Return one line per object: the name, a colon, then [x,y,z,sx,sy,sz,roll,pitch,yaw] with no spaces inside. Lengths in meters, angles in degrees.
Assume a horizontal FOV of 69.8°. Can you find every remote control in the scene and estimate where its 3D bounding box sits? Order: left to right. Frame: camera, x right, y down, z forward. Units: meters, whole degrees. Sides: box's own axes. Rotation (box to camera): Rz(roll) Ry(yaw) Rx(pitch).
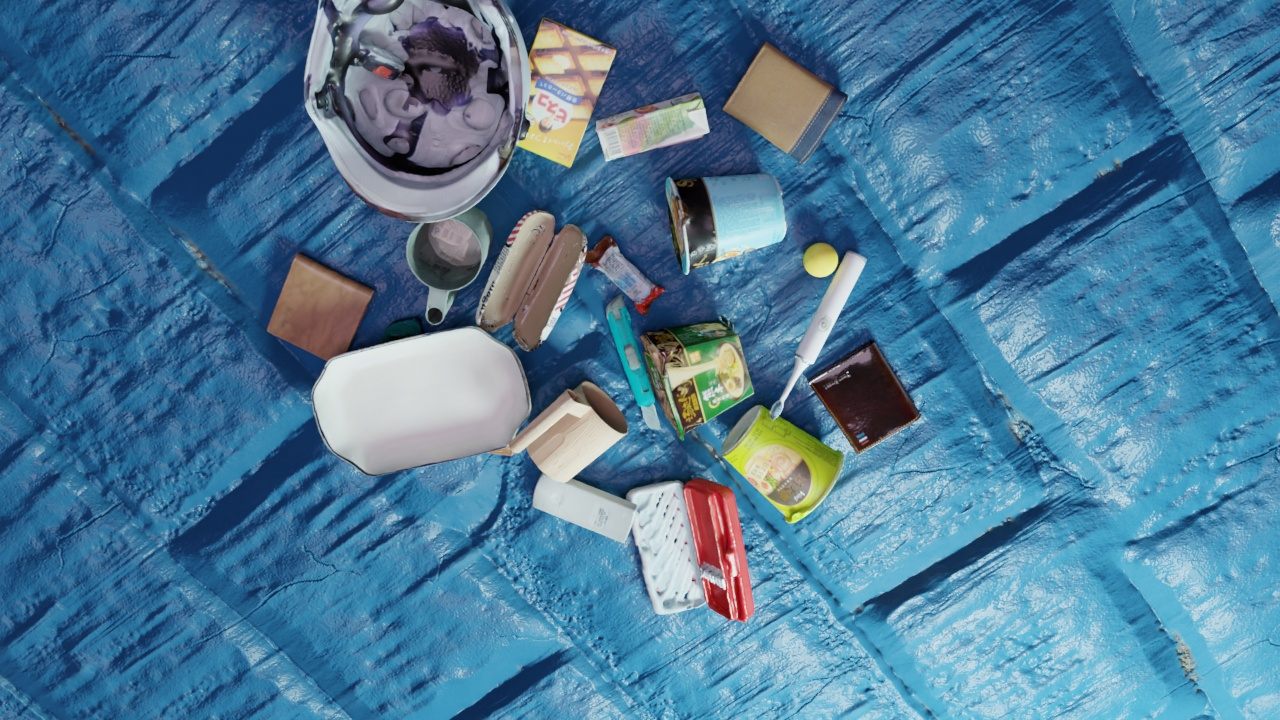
remote control: [-0.073,0.188,1.191,0.135,0.019,0.056,20,115,6]

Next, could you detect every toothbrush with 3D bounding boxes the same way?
toothbrush: [0.208,-0.027,1.098,0.027,0.026,0.221,27,94,3]

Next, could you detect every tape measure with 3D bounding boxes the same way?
tape measure: [-0.289,-0.023,1.125,0.054,0.025,0.058,-10,109,2]

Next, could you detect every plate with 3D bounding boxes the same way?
plate: [-0.264,0.047,1.115,0.266,0.034,0.162,-13,105,6]

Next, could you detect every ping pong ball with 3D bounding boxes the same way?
ping pong ball: [0.213,-0.119,1.084,0.040,0.040,0.040,0,110,0]

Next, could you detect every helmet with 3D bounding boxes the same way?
helmet: [-0.221,-0.289,0.965,0.229,0.145,0.259,4,116,3]

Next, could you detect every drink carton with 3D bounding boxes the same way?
drink carton: [0.014,-0.260,1.025,0.122,0.053,0.045,-14,113,5]

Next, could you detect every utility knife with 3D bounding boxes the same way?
utility knife: [-0.007,0.007,1.143,0.029,0.013,0.185,-17,109,6]

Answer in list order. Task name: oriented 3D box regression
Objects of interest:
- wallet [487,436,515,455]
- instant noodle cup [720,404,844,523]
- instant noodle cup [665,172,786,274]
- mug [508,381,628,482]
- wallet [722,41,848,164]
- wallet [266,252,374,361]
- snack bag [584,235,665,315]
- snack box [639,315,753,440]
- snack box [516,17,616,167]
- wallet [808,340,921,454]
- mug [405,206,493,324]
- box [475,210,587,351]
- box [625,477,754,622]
wallet: [-0.222,0.072,1.154,0.130,0.035,0.119,8,112,1]
instant noodle cup: [0.170,0.122,1.142,0.123,0.111,0.112,37,106,-4]
instant noodle cup: [0.098,-0.163,1.039,0.120,0.111,0.111,-11,110,-3]
mug: [-0.090,0.086,1.119,0.104,0.124,0.084,-41,61,15]
wallet: [0.162,-0.288,1.028,0.115,0.033,0.090,30,104,-10]
wallet: [-0.390,-0.060,1.116,0.101,0.020,0.115,27,110,-8]
snack bag: [-0.018,-0.101,1.097,0.105,0.026,0.045,43,113,-13]
snack box: [0.071,0.014,1.100,0.105,0.118,0.117,-19,109,-4]
snack box: [-0.092,-0.297,1.023,0.087,0.033,0.141,22,110,-7]
wallet: [0.283,0.047,1.157,0.096,0.020,0.122,-33,105,11]
mug: [-0.219,-0.114,1.051,0.083,0.103,0.124,13,110,-5]
box: [-0.131,-0.093,1.073,0.086,0.075,0.162,11,117,-37]
box: [0.070,0.250,1.210,0.158,0.069,0.201,-2,113,25]
